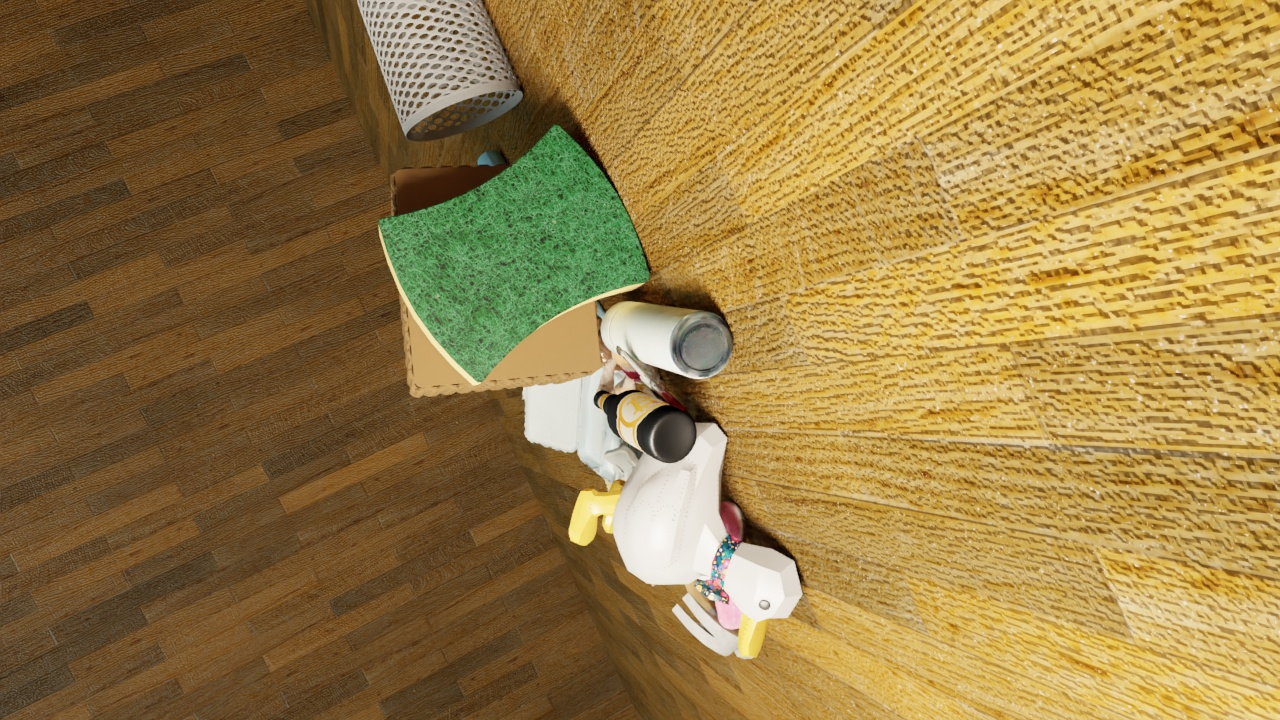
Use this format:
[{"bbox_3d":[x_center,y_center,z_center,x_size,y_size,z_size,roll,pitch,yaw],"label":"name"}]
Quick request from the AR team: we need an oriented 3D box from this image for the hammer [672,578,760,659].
[{"bbox_3d":[0.058,0.291,1.330,0.131,0.039,0.328,33,-166,-36],"label":"hammer"}]

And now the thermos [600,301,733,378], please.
[{"bbox_3d":[0.021,-0.026,0.969,0.068,0.067,0.230,68,165,-12],"label":"thermos"}]

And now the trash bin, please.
[{"bbox_3d":[-0.254,-0.392,1.147,0.183,0.156,0.157,68,165,-4],"label":"trash bin"}]

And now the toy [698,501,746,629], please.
[{"bbox_3d":[0.072,0.236,1.167,0.194,0.084,0.159,15,109,51],"label":"toy"}]

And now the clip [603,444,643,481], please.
[{"bbox_3d":[0.009,0.178,1.303,0.125,0.074,0.143,-24,87,52],"label":"clip"}]

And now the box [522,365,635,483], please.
[{"bbox_3d":[-0.092,0.072,1.369,0.193,0.061,0.210,25,130,26],"label":"box"}]

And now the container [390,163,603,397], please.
[{"bbox_3d":[-0.185,-0.092,1.136,0.214,0.219,0.251,164,100,-75],"label":"container"}]

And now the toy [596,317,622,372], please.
[{"bbox_3d":[-0.047,-0.013,1.269,0.101,0.041,0.055,-118,35,-42],"label":"toy"}]

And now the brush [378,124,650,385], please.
[{"bbox_3d":[-0.136,-0.113,0.998,0.195,0.249,0.075,59,166,-4],"label":"brush"}]

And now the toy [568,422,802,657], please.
[{"bbox_3d":[0.059,0.191,1.037,0.268,0.140,0.247,10,97,28],"label":"toy"}]

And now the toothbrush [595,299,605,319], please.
[{"bbox_3d":[-0.057,-0.066,1.261,0.022,0.016,0.155,20,-152,-53],"label":"toothbrush"}]

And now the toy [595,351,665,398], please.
[{"bbox_3d":[-0.007,0.007,1.131,0.085,0.074,0.106,13,111,32],"label":"toy"}]

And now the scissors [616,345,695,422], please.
[{"bbox_3d":[0.023,0.036,1.028,0.146,0.015,0.188,44,178,3],"label":"scissors"}]

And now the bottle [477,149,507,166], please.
[{"bbox_3d":[-0.204,-0.262,1.395,0.130,0.040,0.040,59,164,21],"label":"bottle"}]

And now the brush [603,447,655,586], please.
[{"bbox_3d":[-0.010,0.240,1.512,0.271,0.056,0.083,67,167,-8],"label":"brush"}]

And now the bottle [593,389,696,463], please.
[{"bbox_3d":[-0.006,0.064,1.039,0.182,0.059,0.059,22,136,60],"label":"bottle"}]
